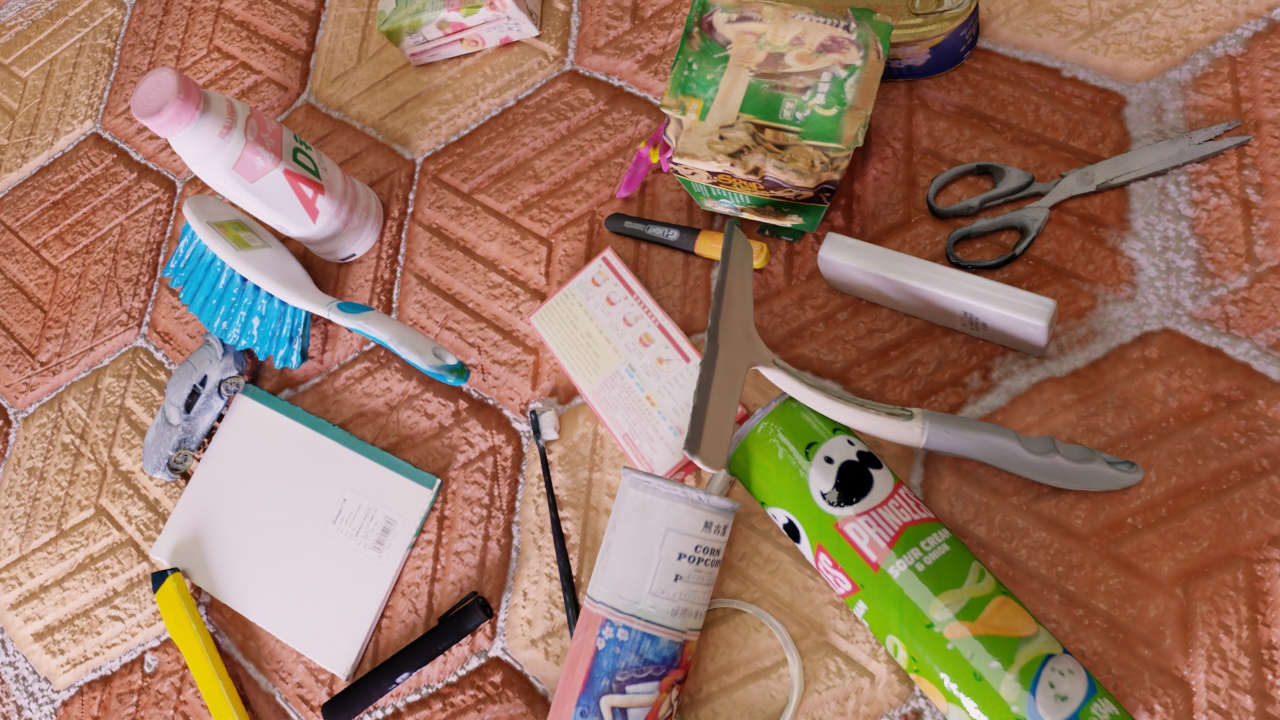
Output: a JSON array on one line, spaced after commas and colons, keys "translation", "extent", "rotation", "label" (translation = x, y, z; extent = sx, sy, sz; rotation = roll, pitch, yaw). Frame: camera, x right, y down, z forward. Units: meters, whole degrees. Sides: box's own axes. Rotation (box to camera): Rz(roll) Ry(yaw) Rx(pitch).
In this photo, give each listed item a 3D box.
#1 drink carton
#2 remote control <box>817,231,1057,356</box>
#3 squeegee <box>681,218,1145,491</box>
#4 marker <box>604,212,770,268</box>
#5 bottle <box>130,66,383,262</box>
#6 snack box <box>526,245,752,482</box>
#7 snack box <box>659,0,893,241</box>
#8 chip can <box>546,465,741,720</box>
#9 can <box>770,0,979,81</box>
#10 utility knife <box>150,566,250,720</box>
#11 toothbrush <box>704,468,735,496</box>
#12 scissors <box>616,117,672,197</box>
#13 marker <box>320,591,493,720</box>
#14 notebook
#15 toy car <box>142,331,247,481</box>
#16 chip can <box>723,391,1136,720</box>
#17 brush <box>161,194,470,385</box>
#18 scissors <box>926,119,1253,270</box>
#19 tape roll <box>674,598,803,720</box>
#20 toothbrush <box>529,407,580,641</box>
[{"translation": [-0.143, -0.274, 0.728], "extent": [0.123, 0.053, 0.045], "rotation": [-6, 71, 20], "label": "drink carton"}, {"translation": [0.168, -0.040, 0.529], "extent": [0.135, 0.056, 0.019], "rotation": [22, 81, 26], "label": "remote control"}, {"translation": [0.145, 0.029, 0.487], "extent": [0.246, 0.245, 0.039], "rotation": [20, 122, -2], "label": "squeegee"}, {"translation": [0.029, -0.083, 0.620], "extent": [0.124, 0.015, 0.018], "rotation": [17, 75, 27], "label": "marker"}, {"translation": [-0.264, -0.135, 0.650], "extent": [0.068, 0.197, 0.068], "rotation": [-6, 71, 19], "label": "bottle"}, {"translation": [-0.004, 0.003, 0.598], "extent": [0.077, 0.027, 0.155], "rotation": [-40, 63, 5], "label": "snack box"}, {"translation": [0.080, -0.143, 0.564], "extent": [0.118, 0.105, 0.117], "rotation": [15, 78, 12], "label": "snack box"}, {"translation": [-0.009, 0.171, 0.505], "extent": [0.071, 0.071, 0.214], "rotation": [15, 82, 25], "label": "chip can"}, {"translation": [0.145, -0.227, 0.602], "extent": [0.148, 0.049, 0.074], "rotation": [10, 77, 24], "label": "can"}, {"translation": [-0.301, 0.226, 0.646], "extent": [0.033, 0.015, 0.197], "rotation": [-48, 66, 23], "label": "utility knife"}, {"translation": [0.015, 0.131, 0.557], "extent": [0.017, 0.016, 0.187], "rotation": [24, 84, 36], "label": "toothbrush"}, {"translation": [0.024, -0.165, 0.619], "extent": [0.017, 0.124, 0.133], "rotation": [31, 96, -18], "label": "scissors"}, {"translation": [-0.153, 0.196, 0.598], "extent": [0.132, 0.020, 0.022], "rotation": [-37, 75, 6], "label": "marker"}, {"translation": [-0.254, 0.115, 0.668], "extent": [0.209, 0.012, 0.150], "rotation": [21, 81, 26], "label": "notebook"}, {"translation": [-0.351, 0.035, 0.713], "extent": [0.054, 0.036, 0.120], "rotation": [29, 88, 41], "label": "toy car"}, {"translation": [0.143, 0.117, 0.480], "extent": [0.072, 0.072, 0.236], "rotation": [-43, 64, 3], "label": "chip can"}, {"translation": [-0.245, -0.034, 0.668], "extent": [0.314, 0.060, 0.110], "rotation": [37, 121, 23], "label": "brush"}, {"translation": [0.256, -0.113, 0.542], "extent": [0.141, 0.014, 0.173], "rotation": [40, 90, 26], "label": "scissors"}, {"translation": [0.050, 0.181, 0.527], "extent": [0.086, 0.014, 0.085], "rotation": [-7, 71, 20], "label": "tape roll"}, {"translation": [-0.049, 0.113, 0.586], "extent": [0.018, 0.016, 0.181], "rotation": [-15, 66, 7], "label": "toothbrush"}]
